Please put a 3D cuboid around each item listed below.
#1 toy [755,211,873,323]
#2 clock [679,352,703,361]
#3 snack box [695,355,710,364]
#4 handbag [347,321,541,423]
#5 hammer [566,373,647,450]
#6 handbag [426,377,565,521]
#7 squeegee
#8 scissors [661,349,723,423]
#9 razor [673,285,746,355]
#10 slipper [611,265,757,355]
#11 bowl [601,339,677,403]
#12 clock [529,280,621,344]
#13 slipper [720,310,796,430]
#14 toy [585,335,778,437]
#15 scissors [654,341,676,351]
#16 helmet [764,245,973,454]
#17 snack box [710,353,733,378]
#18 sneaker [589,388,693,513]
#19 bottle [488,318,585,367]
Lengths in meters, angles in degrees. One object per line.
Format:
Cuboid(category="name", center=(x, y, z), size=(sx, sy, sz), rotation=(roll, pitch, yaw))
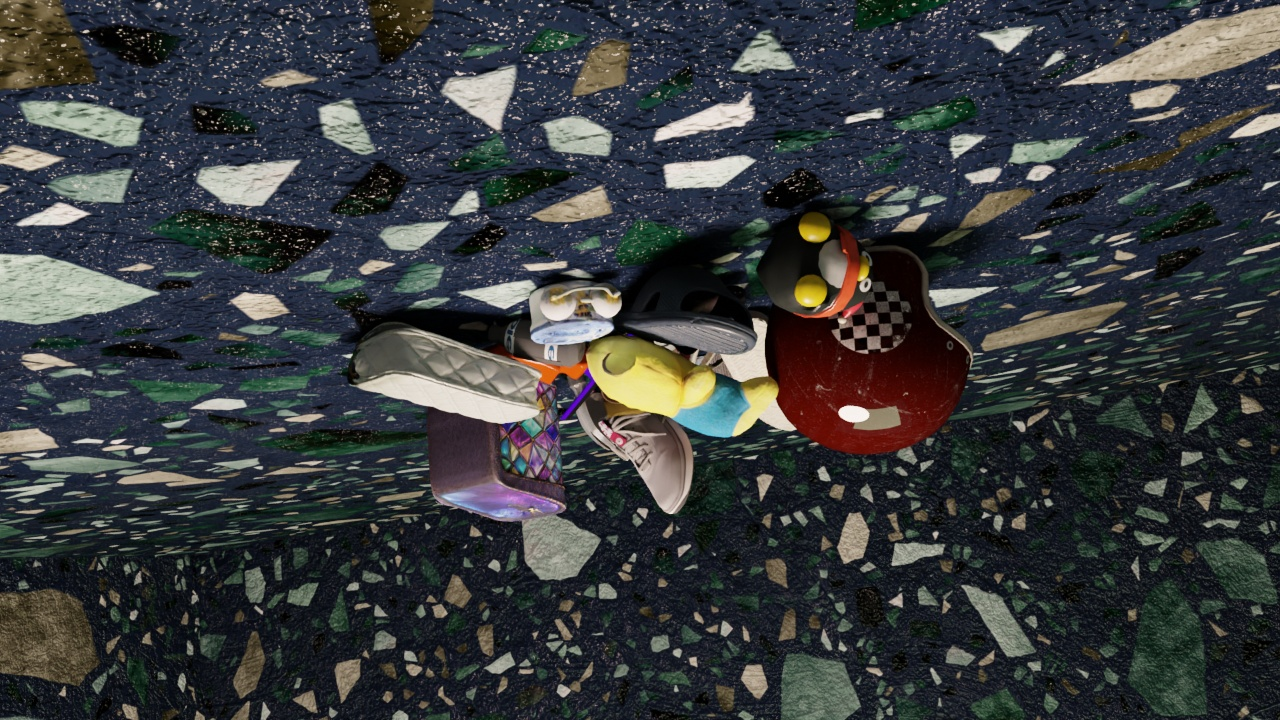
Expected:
Cuboid(category="toy", center=(0.179, -0.086, 0.896), size=(0.119, 0.097, 0.100), rotation=(8, 174, -30))
Cuboid(category="clock", center=(0.034, 0.014, 1.362), size=(0.124, 0.044, 0.087), rotation=(3, 163, -44))
Cuboid(category="snack box", center=(0.129, 0.042, 1.442), size=(0.079, 0.093, 0.095), rotation=(-9, 167, -5))
Cuboid(category="handbag", center=(-0.215, 0.016, 1.036), size=(0.194, 0.072, 0.139), rotation=(20, 159, -37))
Cuboid(category="hammer", center=(0.016, 0.063, 1.418), size=(0.025, 0.118, 0.332), rotation=(-23, 170, 36))
Cuboid(category="handbag", center=(-0.186, 0.114, 1.297), size=(0.126, 0.204, 0.221), rotation=(-16, 160, 27))
Cuboid(category="squeegee", center=(-0.121, -0.001, 1.155), size=(0.184, 0.055, 0.250), rotation=(1, 145, -34))
Cuboid(category="scissors", center=(0.080, 0.024, 1.330), size=(0.153, 0.012, 0.163), rotation=(-28, 137, -8))
Cuboid(category="razor", center=(0.073, -0.048, 1.063), size=(0.053, 0.063, 0.141), rotation=(-4, 168, -29))
Cuboid(category="slipper", center=(0.040, -0.060, 0.975), size=(0.101, 0.082, 0.264), rotation=(17, 177, -23))
Cuboid(category="bowl", center=(-0.007, 0.007, 1.262), size=(0.119, 0.032, 0.119), rotation=(-24, 148, -16))
Cuboid(category="clock", center=(-0.070, -0.053, 0.966), size=(0.088, 0.052, 0.126), rotation=(-3, 166, -23))
Cuboid(category="slipper", center=(0.186, 0.010, 1.272), size=(0.115, 0.052, 0.263), rotation=(-18, 136, 24))
Cuboid(category="toy", center=(0.035, 0.028, 1.054), size=(0.214, 0.084, 0.149), rotation=(19, 170, -6))
Cuboid(category="scissors", center=(0.052, -0.001, 1.255), size=(0.199, 0.015, 0.180), rotation=(-14, 142, -26))
Cuboid(category="helmet", center=(0.259, -0.017, 1.056), size=(0.234, 0.253, 0.234), rotation=(-1, 158, -2))
Cuboid(category="snack box", center=(0.204, 0.019, 1.376), size=(0.186, 0.101, 0.032), rotation=(-9, 168, 1))
Cuboid(category="sneaker", center=(-0.003, 0.130, 1.457), size=(0.128, 0.262, 0.097), rotation=(7, 129, -29))
Cuboid(category="bottle", center=(-0.120, -0.022, 1.051), size=(0.112, 0.047, 0.047), rotation=(11, 171, 11))
